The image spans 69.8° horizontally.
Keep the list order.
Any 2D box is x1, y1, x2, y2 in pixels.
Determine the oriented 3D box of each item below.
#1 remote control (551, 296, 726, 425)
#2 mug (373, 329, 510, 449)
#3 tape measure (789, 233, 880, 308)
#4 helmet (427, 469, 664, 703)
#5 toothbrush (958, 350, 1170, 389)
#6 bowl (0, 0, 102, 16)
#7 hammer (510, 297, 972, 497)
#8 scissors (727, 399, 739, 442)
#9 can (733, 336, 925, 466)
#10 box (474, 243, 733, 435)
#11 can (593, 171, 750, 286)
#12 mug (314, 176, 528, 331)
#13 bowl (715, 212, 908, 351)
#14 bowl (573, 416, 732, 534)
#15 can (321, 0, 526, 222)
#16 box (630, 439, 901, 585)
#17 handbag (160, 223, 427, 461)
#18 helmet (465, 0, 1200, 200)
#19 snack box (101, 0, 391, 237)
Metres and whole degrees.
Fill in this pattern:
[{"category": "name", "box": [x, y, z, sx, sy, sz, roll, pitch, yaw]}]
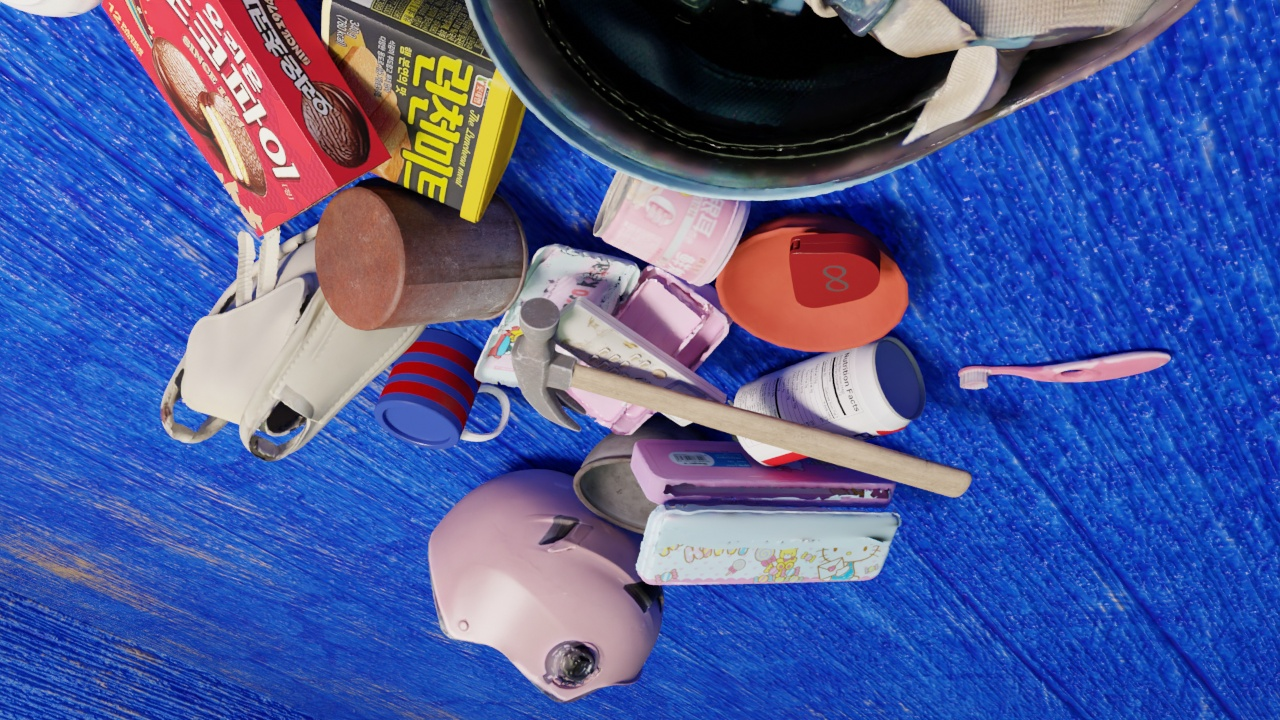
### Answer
[{"category": "remote control", "box": [-0.004, 0.004, 0.656, 0.135, 0.011, 0.050, 34, 141, -22]}, {"category": "mug", "box": [-0.166, 0.034, 0.797, 0.112, 0.076, 0.075, 32, 143, -23]}, {"category": "tape measure", "box": [0.117, -0.054, 0.549, 0.051, 0.019, 0.059, 1, 151, 16]}, {"category": "helmet", "box": [-0.074, 0.204, 0.912, 0.255, 0.230, 0.153, 34, 99, -10]}, {"category": "toothbrush", "box": [0.291, 0.007, 0.637, 0.135, 0.016, 0.021, -6, 141, 29]}, {"category": "bowl", "box": [-0.339, -0.235, 0.499, 0.105, 0.054, 0.105, 10, 144, 7]}, {"category": "hammer", "box": [0.069, 0.040, 0.648, 0.331, 0.030, 0.120, 14, 145, 0]}, {"category": "scissors", "box": [0.116, 0.084, 0.813, 0.120, 0.019, 0.151, 17, 144, -2]}, {"category": "can", "box": [0.137, 0.032, 0.683, 0.070, 0.070, 0.132, 36, 141, -28]}, {"category": "box", "box": [-0.032, -0.017, 0.698, 0.155, 0.058, 0.202, 25, 145, -11]}, {"category": "can", "box": [0.019, -0.089, 0.557, 0.076, 0.067, 0.067, 24, 145, -13]}, {"category": "mug", "box": [-0.150, -0.078, 0.595, 0.123, 0.110, 0.096, 47, 116, 21]}, {"category": "bowl", "box": [0.112, -0.056, 0.598, 0.122, 0.035, 0.122, 10, 146, 7]}, {"category": "bowl", "box": [0.018, 0.099, 0.829, 0.145, 0.067, 0.145, 10, 146, 7]}, {"category": "can", "box": [-0.118, -0.155, 0.513, 0.101, 0.072, 0.131, 22, 145, -7]}, {"category": "box", "box": [0.096, 0.126, 0.738, 0.214, 0.089, 0.093, 3, 110, -18]}, {"category": "handbag", "box": [-0.282, -0.024, 0.683, 0.230, 0.183, 0.132, -1, 144, 50]}, {"category": "helmet", "box": [0.064, -0.177, 0.320, 0.225, 0.166, 0.266, 35, 133, -30]}, {"category": "snack box", "box": [-0.219, -0.155, 0.503, 0.133, 0.035, 0.152, -8, 117, 51]}]
